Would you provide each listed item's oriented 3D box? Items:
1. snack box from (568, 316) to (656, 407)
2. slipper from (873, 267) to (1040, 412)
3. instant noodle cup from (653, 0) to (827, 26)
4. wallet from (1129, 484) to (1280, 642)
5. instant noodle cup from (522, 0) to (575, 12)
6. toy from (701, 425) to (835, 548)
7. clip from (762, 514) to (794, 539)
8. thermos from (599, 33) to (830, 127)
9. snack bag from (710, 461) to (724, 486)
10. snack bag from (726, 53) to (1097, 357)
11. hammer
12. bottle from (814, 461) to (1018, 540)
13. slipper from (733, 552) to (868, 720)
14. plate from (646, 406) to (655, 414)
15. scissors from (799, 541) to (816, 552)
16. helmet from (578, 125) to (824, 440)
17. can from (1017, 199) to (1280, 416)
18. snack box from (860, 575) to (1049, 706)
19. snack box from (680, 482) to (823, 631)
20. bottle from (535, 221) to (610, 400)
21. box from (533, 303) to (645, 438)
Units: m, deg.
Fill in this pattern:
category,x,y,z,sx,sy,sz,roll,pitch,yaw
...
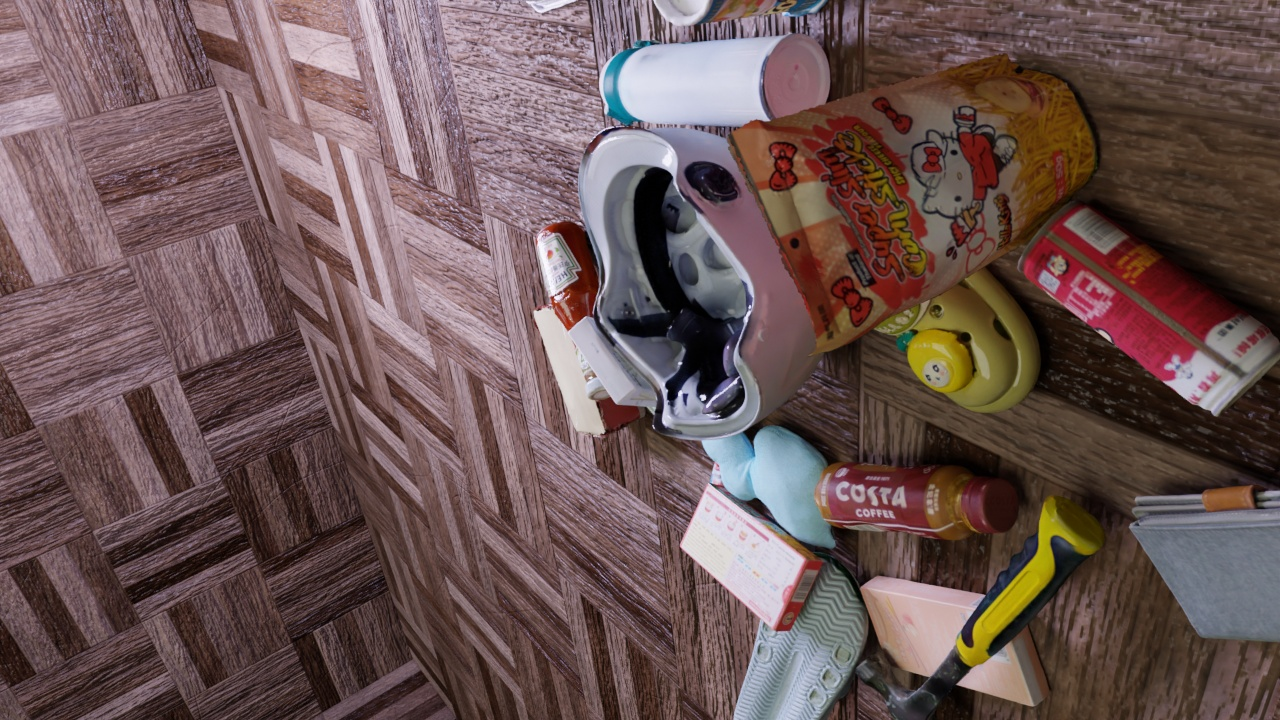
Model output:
category,x,y,z,sx,sy,sz,roll,pitch,yaw
snack box,-0.005,0.005,0.881,0.027,0.156,0.084,-41,72,16
slipper,0.188,-0.040,0.636,0.190,0.081,0.092,59,154,14
instant noodle cup,0.066,-0.272,0.618,0.099,0.109,0.099,38,142,38
wallet,0.360,0.114,0.520,0.106,0.036,0.130,55,153,-5
instant noodle cup,-0.110,-0.414,0.846,0.138,0.060,0.173,15,124,54
toy,0.130,0.108,0.877,0.157,0.049,0.161,-23,91,54
clip,0.140,0.179,0.925,0.057,0.014,0.046,43,137,30
thermos,0.047,-0.224,0.735,0.224,0.073,0.073,22,131,52
snack bag,0.087,0.142,0.986,0.048,0.026,0.104,43,128,53
snack bag,0.154,-0.096,0.512,0.073,0.207,0.128,-9,104,65
hammer,0.265,0.217,0.709,0.126,0.031,0.324,47,145,29
bottle,0.216,0.111,0.732,0.175,0.057,0.057,-9,105,60
slipper,0.165,0.302,0.913,0.104,0.074,0.246,32,117,33
plate,0.030,-0.017,0.968,0.230,0.027,0.231,38,142,39
scissors,0.161,0.227,0.957,0.221,0.021,0.231,30,134,40
helmet,0.065,-0.075,0.742,0.258,0.145,0.230,63,153,18
can,0.282,-0.031,0.513,0.132,0.053,0.053,47,147,28
snack box,0.263,0.236,0.785,0.158,0.026,0.084,-7,106,60
snack box,0.104,0.190,0.902,0.156,0.027,0.077,34,104,51
bottle,-0.067,-0.055,1.007,0.060,0.059,0.206,123,135,-58
box,-0.069,0.006,1.098,0.091,0.077,0.168,-1,111,58
